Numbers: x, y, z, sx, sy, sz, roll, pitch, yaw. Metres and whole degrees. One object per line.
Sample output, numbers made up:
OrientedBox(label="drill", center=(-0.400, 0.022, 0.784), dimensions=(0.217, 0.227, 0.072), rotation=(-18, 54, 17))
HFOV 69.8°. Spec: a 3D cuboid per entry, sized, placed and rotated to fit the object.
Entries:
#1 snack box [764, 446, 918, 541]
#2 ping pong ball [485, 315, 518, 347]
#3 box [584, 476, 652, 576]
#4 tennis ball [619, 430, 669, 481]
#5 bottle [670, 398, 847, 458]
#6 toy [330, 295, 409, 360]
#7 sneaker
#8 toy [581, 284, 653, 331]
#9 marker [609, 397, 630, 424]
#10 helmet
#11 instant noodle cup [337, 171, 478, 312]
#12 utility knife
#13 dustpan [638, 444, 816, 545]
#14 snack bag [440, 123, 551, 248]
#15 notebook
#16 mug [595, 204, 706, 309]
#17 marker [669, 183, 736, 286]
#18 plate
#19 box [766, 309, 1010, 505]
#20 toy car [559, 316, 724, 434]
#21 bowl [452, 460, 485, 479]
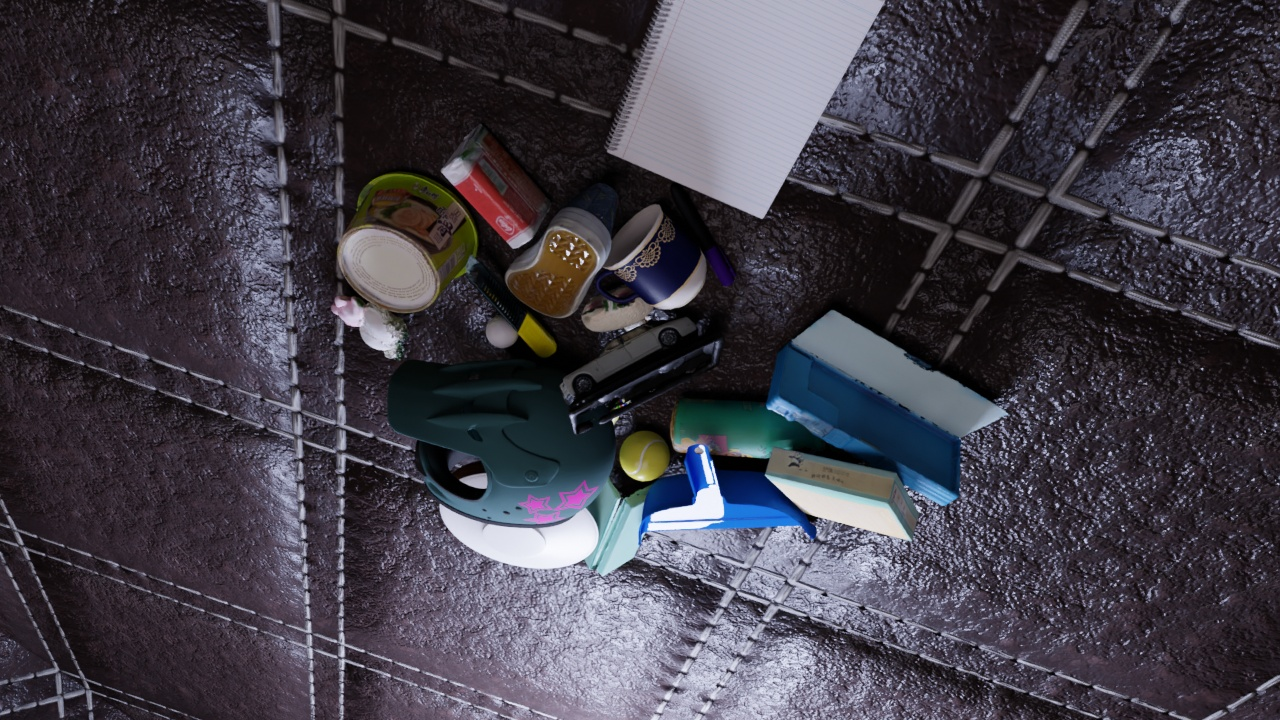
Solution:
OrientedBox(label="snack box", center=(0.242, 0.160, 1.085), dimensions=(0.142, 0.044, 0.193), rotation=(11, 163, 28))
OrientedBox(label="ping pong ball", center=(-0.168, -0.035, 1.118), dimensions=(0.040, 0.040, 0.040), rotation=(9, 134, 10))
OrientedBox(label="box", center=(-0.042, 0.219, 1.320), dimensions=(0.093, 0.077, 0.189), rotation=(46, 141, 23))
OrientedBox(label="tennis ball", center=(0.006, 0.124, 1.191), dimensions=(0.065, 0.065, 0.065), rotation=(9, 134, 10))
OrientedBox(label="bottle", center=(0.144, 0.084, 1.106), dimensions=(0.210, 0.067, 0.068), rotation=(2, 132, 17))
OrientedBox(label="toy", center=(-0.341, -0.050, 1.163), dimensions=(0.109, 0.041, 0.096), rotation=(32, 148, -7))
OrientedBox(label="sneaker", center=(-0.077, -0.114, 0.982), dimensions=(0.087, 0.079, 0.236), rotation=(36, 156, -10))
OrientedBox(label="toy", center=(-0.024, -0.056, 1.043), dimensions=(0.087, 0.112, 0.050), rotation=(-20, 79, 21))
OrientedBox(label="marker", center=(-0.044, 0.085, 1.207), dimensions=(0.014, 0.014, 0.133), rotation=(27, 134, -7))
OrientedBox(label="helmet", center=(-0.166, 0.091, 1.129), dimensions=(0.274, 0.176, 0.201), rotation=(7, 135, -5))
OrientedBox(label="instant noodle cup", center=(-0.264, -0.126, 1.025), dimensions=(0.146, 0.097, 0.146), rotation=(10, 134, 10))
OrientedBox(label="utility knife", center=(-0.153, -0.062, 1.080), dimensions=(0.029, 0.020, 0.172), rotation=(-36, 130, 3))
OrientedBox(label="dustpan", center=(0.093, 0.171, 1.165), dimensions=(0.246, 0.059, 0.258), rotation=(-4, 139, 12))
OrientedBox(label="snack bag", center=(-0.148, -0.179, 0.952), dimensions=(0.036, 0.076, 0.116), rotation=(-26, 119, 32))
OrientedBox(label="notebook", center=(0.083, -0.257, 0.849), dimensions=(0.178, 0.013, 0.246), rotation=(23, 135, -4))
OrientedBox(label="mug", center=(0.012, -0.094, 0.968), dimensions=(0.112, 0.085, 0.089), rotation=(-41, 114, 19))
OrientedBox(label="marker", center=(0.066, -0.132, 0.969), dimensions=(0.018, 0.015, 0.134), rotation=(-31, 120, 6))
OrientedBox(label="plate", center=(-0.174, 0.240, 1.289), dimensions=(0.229, 0.030, 0.230), rotation=(6, 136, 6))
OrientedBox(label="box", center=(0.274, 0.049, 1.013), dimensions=(0.243, 0.093, 0.115), rotation=(29, 138, -9))
OrientedBox(label="toy car", center=(-0.006, 0.006, 1.039), dimensions=(0.191, 0.071, 0.094), rotation=(-28, 161, -8))
OrientedBox(label="bowl", center=(-0.208, 0.185, 1.315), dimensions=(0.147, 0.068, 0.147), rotation=(6, 136, 6))
